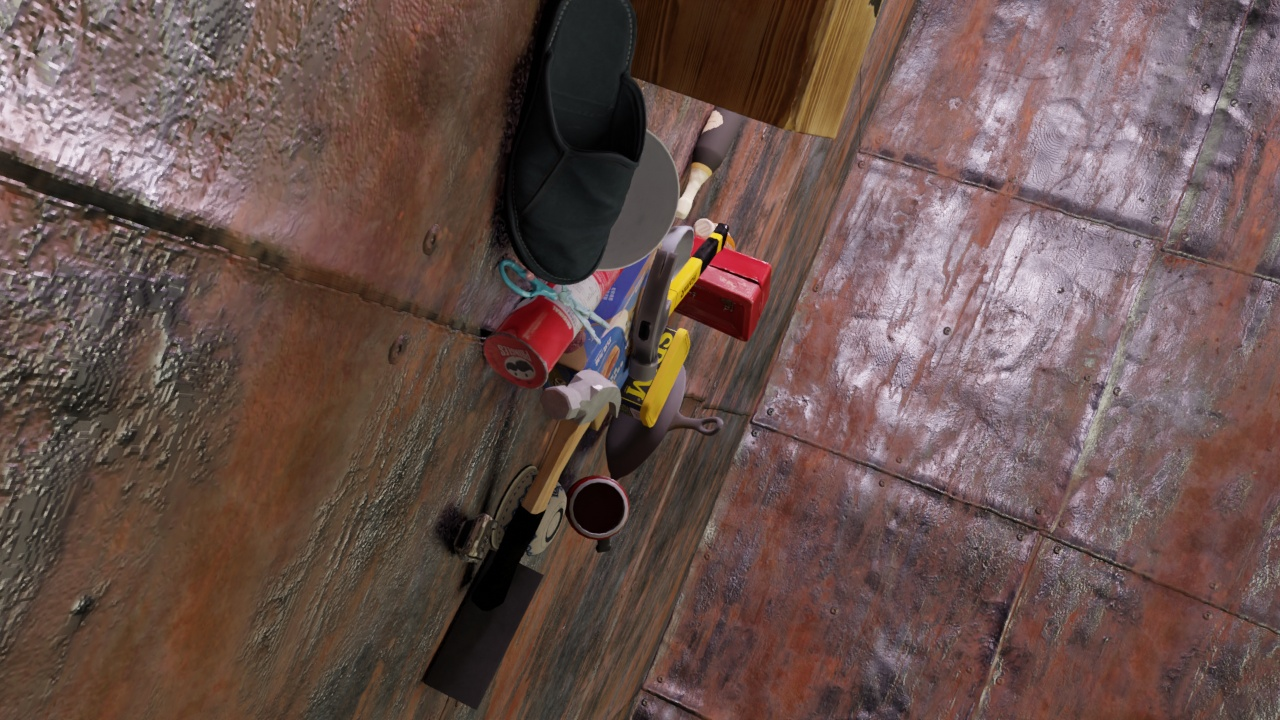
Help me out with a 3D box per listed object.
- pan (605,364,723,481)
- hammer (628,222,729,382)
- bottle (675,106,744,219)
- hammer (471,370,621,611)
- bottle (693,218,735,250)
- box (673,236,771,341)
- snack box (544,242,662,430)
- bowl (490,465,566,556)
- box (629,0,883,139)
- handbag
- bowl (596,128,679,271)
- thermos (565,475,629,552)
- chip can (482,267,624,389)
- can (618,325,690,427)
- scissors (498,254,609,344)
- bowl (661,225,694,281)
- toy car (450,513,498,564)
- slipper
[{"bbox_3d":[0.024,0.081,1.302,0.216,0.024,0.355,-63,-159,-11],"label":"pan"},{"bbox_3d":[0.063,-0.115,1.225,0.323,0.034,0.170,-52,158,-53],"label":"hammer"},{"bbox_3d":[0.093,-0.284,1.315,0.184,0.045,0.045,-64,165,-13],"label":"bottle"},{"bbox_3d":[-0.117,0.155,1.054,0.131,0.039,0.329,-15,136,-60],"label":"hammer"},{"bbox_3d":[0.116,-0.197,1.499,0.059,0.059,0.167,-68,165,1],"label":"bottle"},{"bbox_3d":[0.122,-0.120,1.446,0.097,0.158,0.130,-59,165,-21],"label":"box"},{"bbox_3d":[-0.043,-0.038,1.135,0.202,0.069,0.155,-61,165,-25],"label":"snack box"},{"bbox_3d":[-0.135,0.198,1.168,0.115,0.059,0.116,-59,163,-31],"label":"bowl"},{"bbox_3d":[0.160,-0.402,0.969,0.335,0.286,0.280,-14,126,-52],"label":"box"},{"bbox_3d":[-0.197,0.356,1.214,0.196,0.072,0.175,102,14,-72],"label":"handbag"},{"bbox_3d":[-0.042,-0.167,0.897,0.074,0.143,0.144,46,-59,62],"label":"bowl"},{"bbox_3d":[-0.063,0.215,1.282,0.199,0.084,0.108,135,-55,-81],"label":"thermos"},{"bbox_3d":[-0.074,-0.075,0.967,0.073,0.073,0.232,95,22,-49],"label":"chip can"},{"bbox_3d":[-0.007,0.007,1.261,0.135,0.104,0.075,-64,165,-14],"label":"can"},{"bbox_3d":[-0.077,-0.077,0.913,0.142,0.015,0.094,36,50,-32],"label":"scissors"},{"bbox_3d":[0.039,-0.149,1.332,0.106,0.039,0.106,-59,163,-31],"label":"bowl"},{"bbox_3d":[-0.185,0.194,1.006,0.113,0.040,0.048,132,-19,-67],"label":"toy car"},{"bbox_3d":[-0.048,-0.184,0.790,0.108,0.083,0.266,-1,115,-29],"label":"slipper"}]
